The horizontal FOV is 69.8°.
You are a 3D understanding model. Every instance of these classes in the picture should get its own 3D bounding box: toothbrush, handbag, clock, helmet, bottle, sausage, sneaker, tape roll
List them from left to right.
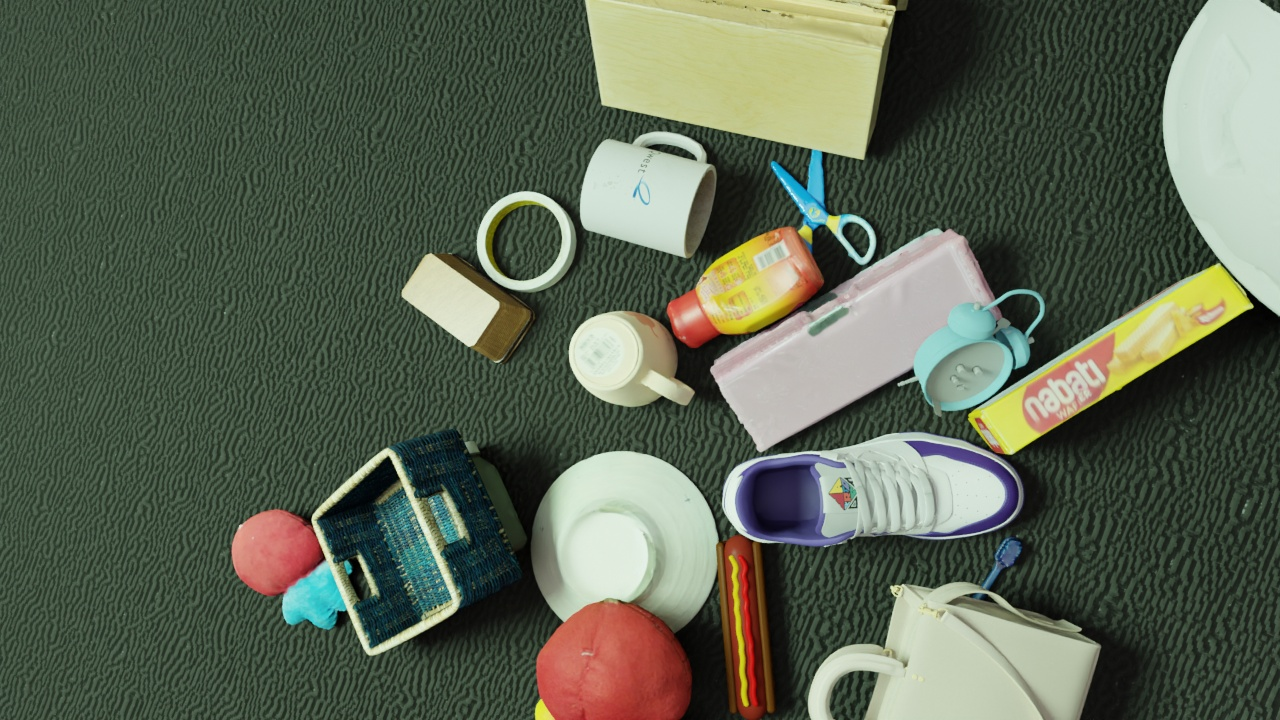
[{"bbox_3d":[-0.150,0.132,0.841,0.060,0.060,0.108,-28,80,10],"label":"bottle"},{"bbox_3d":[-0.108,-0.112,0.870,0.094,0.019,0.094,-1,86,13],"label":"tape roll"},{"bbox_3d":[0.088,-0.059,0.797,0.134,0.048,0.071,-29,67,17],"label":"bottle"},{"bbox_3d":[0.091,0.228,0.787,0.040,0.040,0.155,-6,84,13],"label":"sausage"},{"bbox_3d":[0.182,0.106,0.737,0.244,0.111,0.091,-5,84,13],"label":"sneaker"},{"bbox_3d":[0.221,0.263,0.695,0.197,0.101,0.194,17,90,-12],"label":"handbag"},{"bbox_3d":[0.260,0.227,0.757,0.016,0.017,0.190,32,94,15],"label":"toothbrush"},{"bbox_3d":[0.272,-0.008,0.735,0.123,0.087,0.042,-49,34,25],"label":"clock"},{"bbox_3d":[0.477,-0.143,0.631,0.184,0.223,0.282,-30,87,32],"label":"helmet"}]

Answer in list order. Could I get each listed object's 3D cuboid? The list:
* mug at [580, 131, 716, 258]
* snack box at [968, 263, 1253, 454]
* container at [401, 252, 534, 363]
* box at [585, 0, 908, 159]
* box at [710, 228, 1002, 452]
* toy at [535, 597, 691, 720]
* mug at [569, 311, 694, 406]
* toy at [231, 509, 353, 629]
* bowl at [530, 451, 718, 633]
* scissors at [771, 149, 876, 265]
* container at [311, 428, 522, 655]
[{"bbox_3d":[0.015,-0.158,0.820,0.096,0.083,0.119,18,62,14],"label":"mug"},{"bbox_3d":[0.356,0.003,0.713,0.201,0.092,0.042,-34,79,9],"label":"snack box"},{"bbox_3d":[-0.165,-0.053,0.858,0.114,0.061,0.063,35,94,13],"label":"container"},{"bbox_3d":[0.091,-0.291,0.783,0.249,0.142,0.179,15,82,14],"label":"box"},{"bbox_3d":[0.177,-0.022,0.788,0.233,0.080,0.099,-32,114,10],"label":"box"},{"bbox_3d":[-0.022,0.301,0.761,0.147,0.098,0.216,-1,105,7],"label":"toy"},{"bbox_3d":[-0.005,0.005,0.793,0.111,0.104,0.085,32,94,15],"label":"mug"},{"bbox_3d":[-0.332,0.199,0.883,0.133,0.062,0.092,45,109,-5],"label":"toy"},{"bbox_3d":[-0.022,0.169,0.809,0.177,0.057,0.176,-1,85,14],"label":"bowl"},{"bbox_3d":[0.163,-0.131,0.810,0.109,0.018,0.131,1,87,11],"label":"scissors"},{"bbox_3d":[-0.199,0.161,0.802,0.188,0.071,0.145,-36,76,43],"label":"container"}]
